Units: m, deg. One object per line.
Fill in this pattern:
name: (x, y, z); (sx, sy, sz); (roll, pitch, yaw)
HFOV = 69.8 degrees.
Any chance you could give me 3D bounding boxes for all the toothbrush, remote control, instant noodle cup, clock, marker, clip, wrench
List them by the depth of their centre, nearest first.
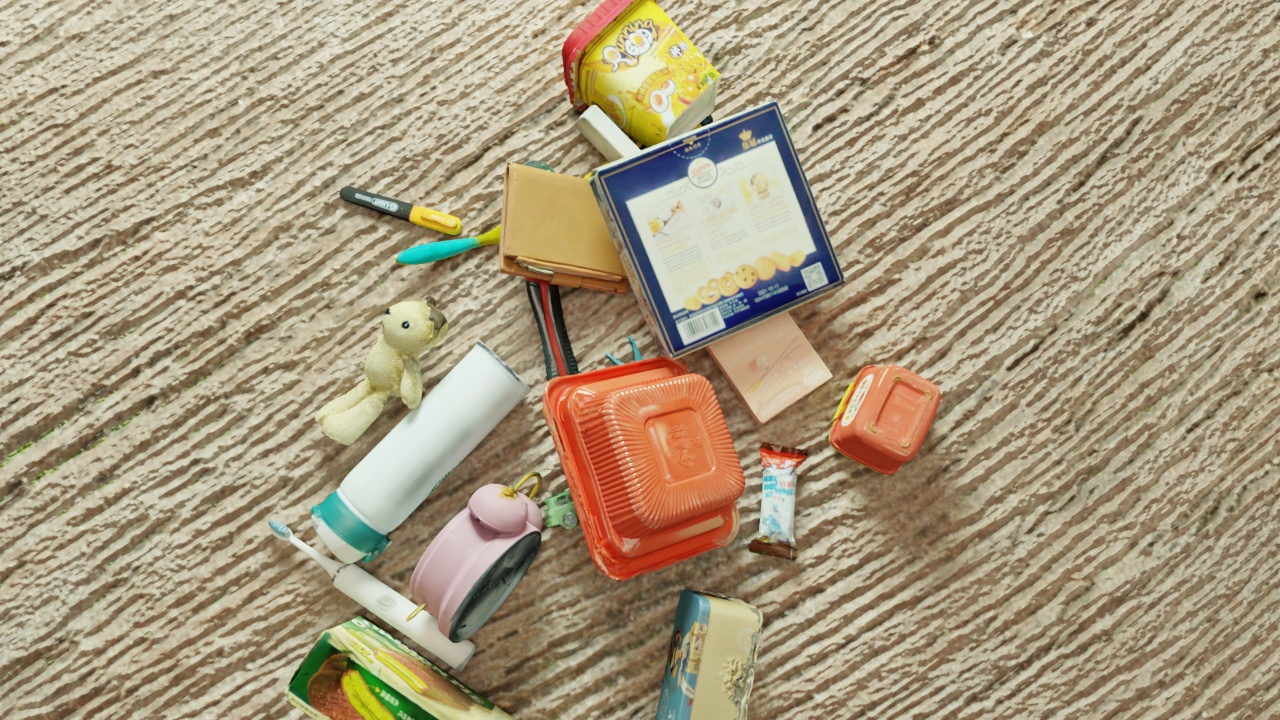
clock: (-0.133, 0.163, 0.795); (0.060, 0.117, 0.158); (36, 83, 15)
instant noodle cup: (0.015, 0.085, 0.803); (0.164, 0.079, 0.188); (-14, 81, -35)
toothbrush: (-0.245, 0.207, 0.826); (0.221, 0.026, 0.026); (33, 55, 3)
instant noodle cup: (0.004, -0.268, 0.869); (0.123, 0.116, 0.116); (43, 81, 6)
wrench: (-0.086, -0.057, 0.870); (0.056, 0.016, 0.273); (-7, 85, -28)
remote control: (-0.006, -0.186, 0.871); (0.135, 0.056, 0.019); (44, 85, -9)
clip: (-0.007, 0.006, 0.876); (0.034, 0.013, 0.055); (-39, 85, -7)
marker: (-0.233, -0.147, 0.891); (0.124, 0.015, 0.018); (17, 76, 2)

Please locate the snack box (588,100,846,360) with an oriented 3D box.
snack box: (0.071, -0.118, 0.836); (0.178, 0.046, 0.182); (-23, 96, -8)

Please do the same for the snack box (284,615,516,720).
snack box: (-0.168, 0.309, 0.768); (0.240, 0.114, 0.063); (33, 81, 3)

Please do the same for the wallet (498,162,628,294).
wallet: (-0.067, -0.123, 0.864); (0.131, 0.031, 0.107); (7, 78, -25)

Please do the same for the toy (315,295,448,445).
toy: (-0.235, 0.009, 0.829); (0.066, 0.105, 0.157); (34, 102, -37)

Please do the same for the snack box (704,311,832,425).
snack box: (0.104, -0.025, 0.879); (0.084, 0.026, 0.157); (-32, 84, -8)

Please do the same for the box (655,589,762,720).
box: (0.053, 0.295, 0.792); (0.063, 0.090, 0.184); (15, 79, -6)

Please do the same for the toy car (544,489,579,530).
toy car: (-0.044, 0.131, 0.838); (0.091, 0.043, 0.036); (-14, 81, -5)

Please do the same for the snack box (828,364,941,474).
snack box: (0.229, 0.052, 0.844); (0.082, 0.080, 0.091); (27, 80, 1)

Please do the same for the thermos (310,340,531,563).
thermos: (-0.198, 0.086, 0.829); (0.073, 0.073, 0.224); (43, 82, 5)

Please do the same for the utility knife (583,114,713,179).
utility knife: (-0.008, -0.195, 0.908); (0.190, 0.015, 0.033); (-34, 81, -7)

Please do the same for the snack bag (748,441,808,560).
snack bag: (0.129, 0.130, 0.855); (0.048, 0.026, 0.104); (8, 80, 11)

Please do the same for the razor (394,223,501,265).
razor: (-0.170, -0.112, 0.880); (0.132, 0.028, 0.043); (-17, 94, -11)
